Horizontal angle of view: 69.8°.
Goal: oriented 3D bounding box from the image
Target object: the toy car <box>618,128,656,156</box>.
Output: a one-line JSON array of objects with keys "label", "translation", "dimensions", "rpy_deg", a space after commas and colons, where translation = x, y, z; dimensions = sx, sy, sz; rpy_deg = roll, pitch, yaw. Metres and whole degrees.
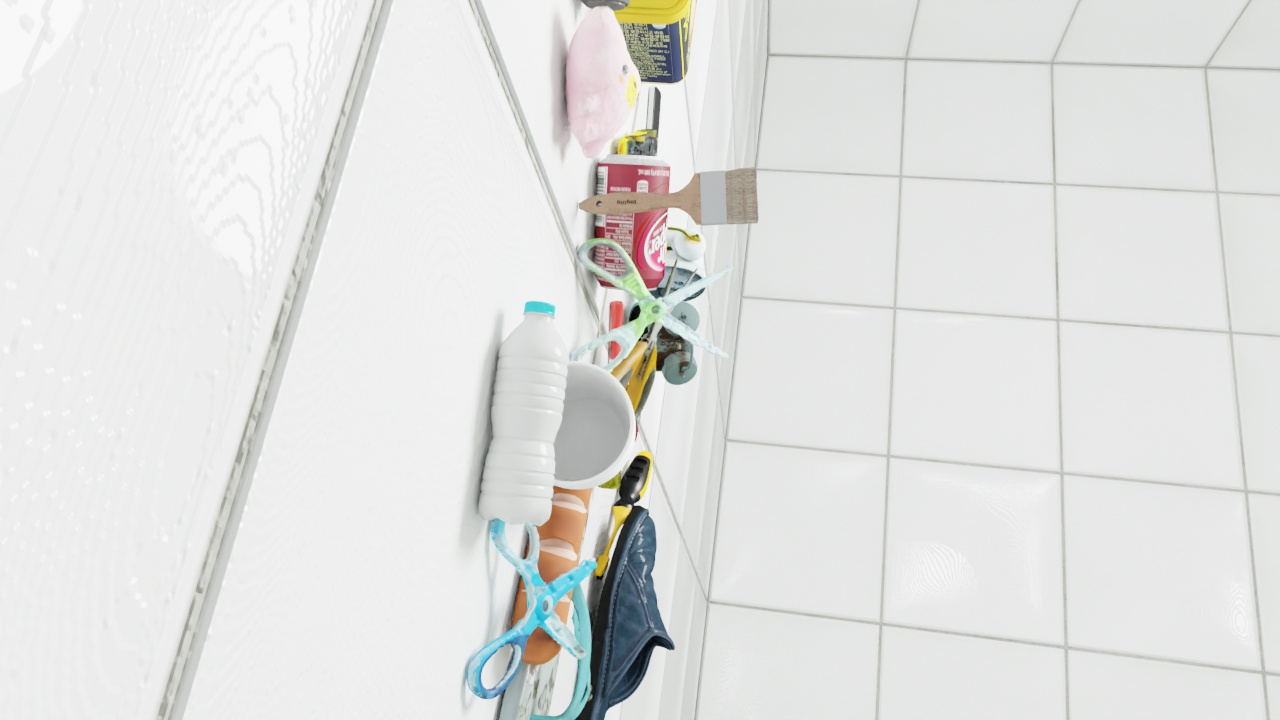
[{"label": "toy car", "translation": [-0.004, -0.198, 0.892], "dimensions": [0.106, 0.030, 0.049], "rpy_deg": [-55, 147, -68]}]

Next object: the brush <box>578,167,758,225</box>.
[{"label": "brush", "translation": [0.021, -0.126, 0.732], "dimensions": [0.008, 0.143, 0.045], "rpy_deg": [52, 36, -78]}]

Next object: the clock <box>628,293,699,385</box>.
[{"label": "clock", "translation": [0.027, -0.023, 0.972], "dimensions": [0.124, 0.053, 0.090], "rpy_deg": [-145, -127, -67]}]

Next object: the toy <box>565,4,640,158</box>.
[{"label": "toy", "translation": [-0.029, -0.199, 0.674], "dimensions": [0.102, 0.050, 0.093], "rpy_deg": [49, 52, -73]}]

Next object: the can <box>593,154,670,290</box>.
[{"label": "can", "translation": [-0.008, -0.121, 0.804], "dimensions": [0.063, 0.063, 0.114], "rpy_deg": [-47, 141, -75]}]

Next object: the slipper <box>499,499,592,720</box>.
[{"label": "slipper", "translation": [-0.056, 0.209, 0.723], "dimensions": [0.098, 0.055, 0.268], "rpy_deg": [88, 10, -47]}]

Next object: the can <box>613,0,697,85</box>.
[{"label": "can", "translation": [0.012, -0.322, 0.790], "dimensions": [0.104, 0.075, 0.135], "rpy_deg": [73, 24, -73]}]

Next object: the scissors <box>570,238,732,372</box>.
[{"label": "scissors", "translation": [0.008, -0.038, 0.783], "dimensions": [0.165, 0.171, 0.024], "rpy_deg": [-61, -157, -13]}]

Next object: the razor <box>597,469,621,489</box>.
[{"label": "razor", "translation": [-0.026, 0.099, 0.945], "dimensions": [0.105, 0.026, 0.042], "rpy_deg": [-50, 142, -81]}]

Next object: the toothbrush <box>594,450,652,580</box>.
[{"label": "toothbrush", "translation": [-0.018, 0.165, 1.012], "dimensions": [0.196, 0.031, 0.031], "rpy_deg": [-65, 155, -53]}]

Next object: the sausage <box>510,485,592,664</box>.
[{"label": "sausage", "translation": [-0.063, 0.138, 0.671], "dimensions": [0.045, 0.039, 0.164], "rpy_deg": [117, -16, -64]}]

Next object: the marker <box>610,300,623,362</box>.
[{"label": "marker", "translation": [-0.026, 0.010, 0.925], "dimensions": [0.012, 0.013, 0.142], "rpy_deg": [-55, 149, -72]}]

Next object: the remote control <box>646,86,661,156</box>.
[{"label": "remote control", "translation": [0.013, -0.233, 1.041], "dimensions": [0.045, 0.008, 0.147], "rpy_deg": [-27, 122, -79]}]

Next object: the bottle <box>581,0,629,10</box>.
[{"label": "bottle", "translation": [-0.024, -0.318, 0.676], "dimensions": [0.040, 0.040, 0.130], "rpy_deg": [-44, 138, -76]}]

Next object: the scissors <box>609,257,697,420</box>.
[{"label": "scissors", "translation": [-0.005, 0.004, 0.855], "dimensions": [0.229, 0.016, 0.226], "rpy_deg": [-49, 162, -45]}]

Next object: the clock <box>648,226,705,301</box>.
[{"label": "clock", "translation": [0.030, -0.108, 0.990], "dimensions": [0.118, 0.083, 0.057], "rpy_deg": [83, 9, -65]}]

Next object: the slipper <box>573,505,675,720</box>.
[{"label": "slipper", "translation": [-0.004, 0.284, 0.940], "dimensions": [0.109, 0.083, 0.265], "rpy_deg": [77, 24, -67]}]

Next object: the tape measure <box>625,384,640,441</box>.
[{"label": "tape measure", "translation": [-0.009, 0.061, 1.030], "dimensions": [0.051, 0.019, 0.058], "rpy_deg": [85, 14, -47]}]

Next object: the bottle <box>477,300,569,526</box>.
[{"label": "bottle", "translation": [-0.070, 0.031, 0.564], "dimensions": [0.044, 0.044, 0.136], "rpy_deg": [47, 49, -78]}]

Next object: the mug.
[{"label": "mug", "translation": [-0.050, 0.034, 0.634], "dimensions": [0.088, 0.081, 0.114], "rpy_deg": [81, -15, -77]}]

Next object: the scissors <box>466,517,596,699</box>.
[{"label": "scissors", "translation": [-0.074, 0.164, 0.602], "dimensions": [0.139, 0.011, 0.134], "rpy_deg": [-57, 132, -39]}]
